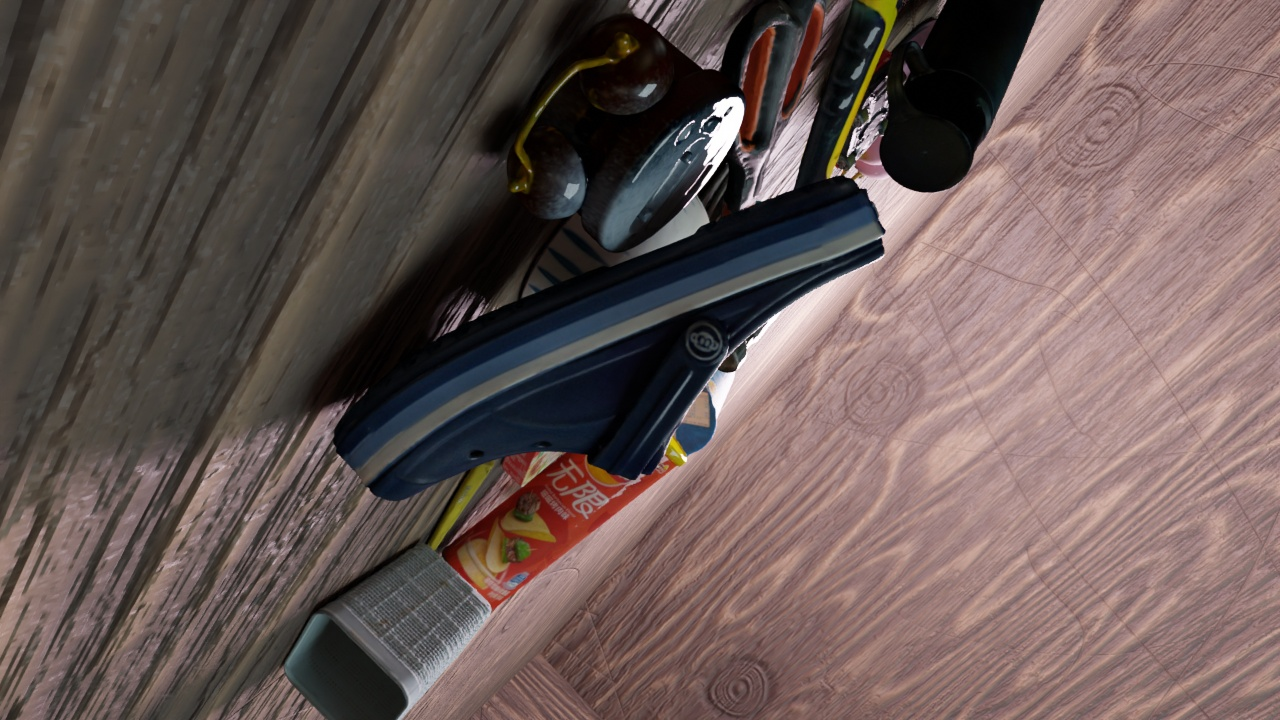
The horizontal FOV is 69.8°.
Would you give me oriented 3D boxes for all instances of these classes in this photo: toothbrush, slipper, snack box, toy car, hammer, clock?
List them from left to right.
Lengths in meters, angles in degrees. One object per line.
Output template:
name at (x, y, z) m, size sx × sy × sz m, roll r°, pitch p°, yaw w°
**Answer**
toothbrush at (-0.151, 0.134, 0.713) m, size 0.015 × 0.016 × 0.191 m, roll -35°, pitch 164°, yaw -51°
snack box at (-0.059, 0.035, 0.690) m, size 0.075 × 0.025 × 0.153 m, roll -39°, pitch 167°, yaw -35°
clock at (-0.008, -0.089, 0.356) m, size 0.082 × 0.055 × 0.121 m, roll -50°, pitch 168°, yaw 21°
slipper at (-0.006, 0.001, 0.410) m, size 0.253 × 0.095 × 0.105 m, roll -25°, pitch -176°, yaw 1°
hammer at (0.120, -0.128, 0.645) m, size 0.125 × 0.032 × 0.324 m, roll -48°, pitch 162°, yaw -36°
toy car at (0.161, -0.188, 0.684) m, size 0.053 × 0.045 × 0.120 m, roll -44°, pitch 164°, yaw -8°
clock at (0.226, -0.216, 0.801) m, size 0.158 × 0.060 × 0.117 m, roll -47°, pitch 169°, yaw 8°

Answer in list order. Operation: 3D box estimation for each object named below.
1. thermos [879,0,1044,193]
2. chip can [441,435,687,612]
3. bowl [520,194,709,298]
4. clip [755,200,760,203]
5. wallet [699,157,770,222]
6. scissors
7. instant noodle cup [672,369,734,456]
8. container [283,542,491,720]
thermos at (0.228, -0.222, 0.648) m, size 0.069 × 0.090 × 0.241 m, roll -7°, pitch -142°, yaw 41°
chip can at (-0.066, 0.122, 0.779) m, size 0.216 × 0.073 × 0.073 m, roll -38°, pitch 170°, yaw 4°
bowl at (-0.003, -0.045, 0.505) m, size 0.116 × 0.066 × 0.116 m, roll -45°, pitch 169°, yaw -11°
clip at (0.069, -0.083, 0.628) m, size 0.034 × 0.013 × 0.055 m, roll -54°, pitch 174°, yaw -36°
wallet at (0.032, -0.076, 0.618) m, size 0.106 × 0.037 × 0.130 m, roll -53°, pitch 176°, yaw -40°
scissors at (0.070, -0.103, 0.534) m, size 0.139 × 0.022 × 0.235 m, roll -51°, pitch 156°, yaw -23°
instant noodle cup at (0.046, 0.028, 0.922) m, size 0.099 × 0.099 × 0.109 m, roll -54°, pitch 176°, yaw 32°
container at (-0.179, 0.204, 0.672) m, size 0.090 × 0.090 × 0.111 m, roll -53°, pitch 170°, yaw 32°
